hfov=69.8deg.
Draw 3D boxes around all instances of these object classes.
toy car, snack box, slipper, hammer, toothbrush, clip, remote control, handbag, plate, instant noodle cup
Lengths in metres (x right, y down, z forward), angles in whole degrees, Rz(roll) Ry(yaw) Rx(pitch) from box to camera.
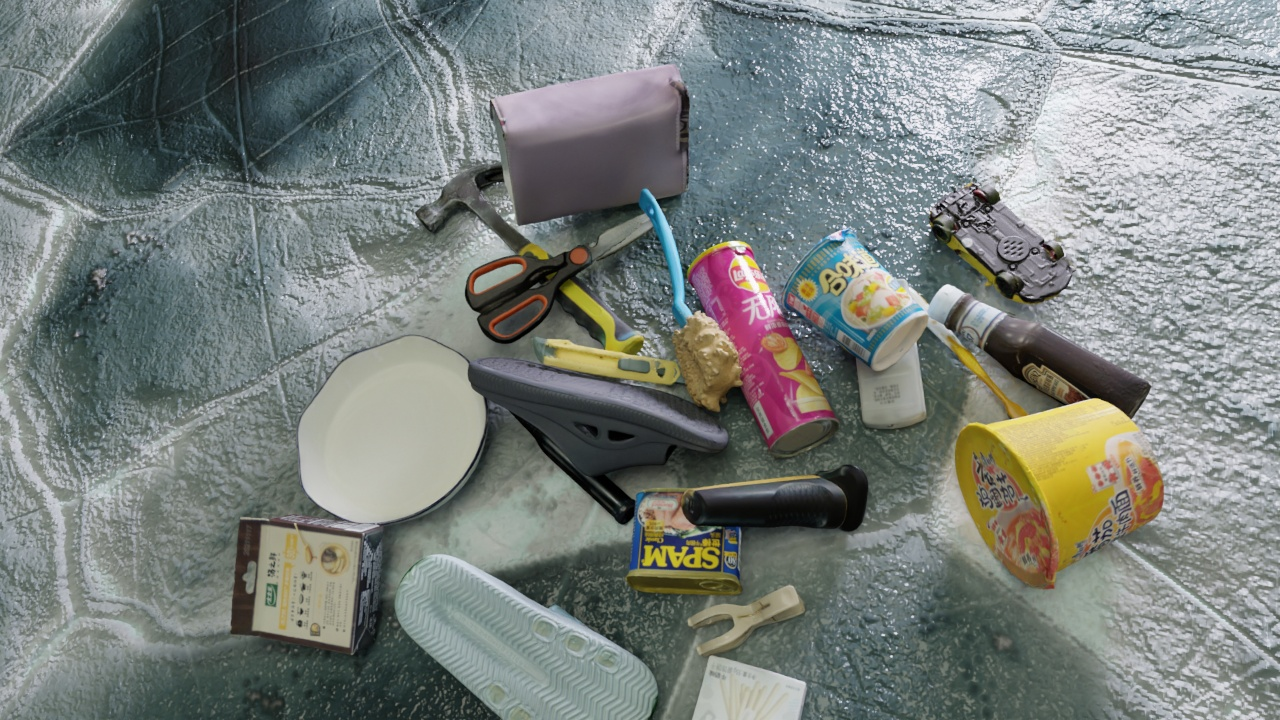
[{"bbox_3d":[0.349,-0.112,0.897,0.071,0.041,0.156,-36,61,-6],"label":"toy car"},{"bbox_3d":[0.078,0.331,0.752,0.085,0.027,0.156,11,67,17],"label":"snack box"},{"bbox_3d":[-0.102,0.255,0.800,0.245,0.074,0.104,31,82,6],"label":"slipper"},{"bbox_3d":[-0.111,-0.110,1.006,0.126,0.032,0.323,-43,63,-8],"label":"hammer"},{"bbox_3d":[0.306,-0.004,0.871,0.016,0.018,0.191,-32,60,-2],"label":"toothbrush"},{"bbox_3d":[0.092,0.223,0.792,0.100,0.071,0.034,-21,62,6],"label":"clip"},{"bbox_3d":[0.236,-0.007,0.880,0.058,0.021,0.149,-10,63,22],"label":"remote control"},{"bbox_3d":[-0.046,0.061,0.882,0.268,0.110,0.083,15,101,18],"label":"slipper"},{"bbox_3d":[-0.052,-0.232,0.969,0.197,0.145,0.098,-14,65,-9],"label":"handbag"},{"bbox_3d":[-0.249,0.075,0.939,0.205,0.045,0.204,-5,64,9],"label":"plate"},{"bbox_3d":[-0.084,0.085,0.908,0.212,0.026,0.027,39,108,26],"label":"toothbrush"},{"bbox_3d":[-0.312,0.207,0.863,0.126,0.053,0.113,5,90,15],"label":"snack box"},{"bbox_3d":[0.203,-0.050,0.852,0.099,0.099,0.110,-38,63,-7],"label":"instant noodle cup"},{"bbox_3d":[0.342,0.100,0.751,0.109,0.138,0.138,-18,62,-7],"label":"instant noodle cup"}]

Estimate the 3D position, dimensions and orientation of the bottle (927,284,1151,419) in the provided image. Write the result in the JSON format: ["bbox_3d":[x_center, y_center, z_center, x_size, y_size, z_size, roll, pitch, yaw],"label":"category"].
[{"bbox_3d":[0.351,-0.006,0.825,0.195,0.080,0.044,36,82,27],"label":"bottle"}]

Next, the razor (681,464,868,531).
[{"bbox_3d":[0.117,0.122,0.800,0.167,0.067,0.062,-1,106,-17],"label":"razor"}]

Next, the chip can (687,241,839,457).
[{"bbox_3d":[0.116,-0.013,0.886,0.071,0.071,0.210,-23,62,1],"label":"chip can"}]

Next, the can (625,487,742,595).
[{"bbox_3d":[0.041,0.162,0.825,0.102,0.057,0.083,-1,62,12],"label":"can"}]

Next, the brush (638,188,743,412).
[{"bbox_3d":[0.041,-0.067,0.905,0.045,0.083,0.254,-10,62,-14],"label":"brush"}]

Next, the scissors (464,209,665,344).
[{"bbox_3d":[-0.069,-0.087,0.962,0.235,0.022,0.141,-9,73,2],"label":"scissors"}]

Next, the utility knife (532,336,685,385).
[{"bbox_3d":[-0.005,0.005,0.917,0.210,0.022,0.031,10,82,-4],"label":"utility knife"}]
